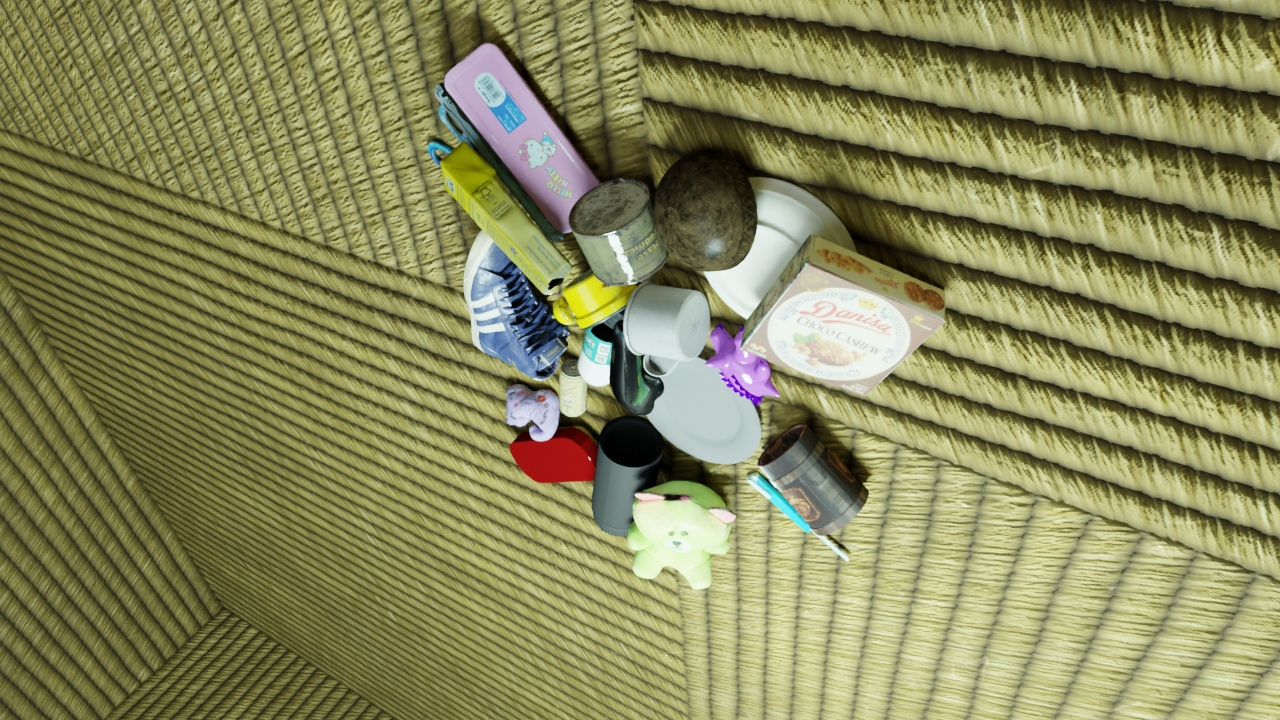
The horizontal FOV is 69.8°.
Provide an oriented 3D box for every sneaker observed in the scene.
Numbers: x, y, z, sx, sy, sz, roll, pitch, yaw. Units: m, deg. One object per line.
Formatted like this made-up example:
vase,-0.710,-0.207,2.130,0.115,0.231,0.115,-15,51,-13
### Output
sneaker,-0.149,-0.062,1.159,0.118,0.091,0.234,35,143,16

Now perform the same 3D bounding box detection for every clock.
clock,-0.055,-0.074,1.075,0.119,0.083,0.057,-19,107,46

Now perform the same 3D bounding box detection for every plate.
plate,0.130,-0.097,0.931,0.182,0.034,0.183,24,139,22
plate,0.073,0.058,1.148,0.178,0.012,0.179,23,139,22

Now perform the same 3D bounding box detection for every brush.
brush,-0.121,0.137,1.367,0.174,0.041,0.082,-10,119,46

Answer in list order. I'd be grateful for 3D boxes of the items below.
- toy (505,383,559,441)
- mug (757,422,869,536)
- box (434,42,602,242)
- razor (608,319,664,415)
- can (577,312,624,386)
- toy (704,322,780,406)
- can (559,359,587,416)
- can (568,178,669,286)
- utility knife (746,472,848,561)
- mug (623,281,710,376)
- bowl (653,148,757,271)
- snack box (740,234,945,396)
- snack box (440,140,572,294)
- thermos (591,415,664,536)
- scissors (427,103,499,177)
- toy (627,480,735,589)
toy,-0.160,0.075,1.331,0.100,0.036,0.080,3,92,35
mug,0.194,0.137,1.079,0.107,0.080,0.116,48,168,-6
box,-0.128,-0.241,1.022,0.090,0.091,0.214,-36,103,8
razor,-0.007,0.006,1.101,0.067,0.053,0.152,-11,139,-5
can,-0.046,-0.015,1.146,0.055,0.054,0.102,33,142,12
toy,0.114,0.009,1.028,0.088,0.055,0.106,46,166,-23
can,-0.091,0.037,1.249,0.038,0.038,0.080,27,140,19
can,-0.021,-0.135,0.970,0.090,0.089,0.075,11,145,33
utility knife,0.201,0.203,1.174,0.167,0.015,0.022,42,143,2
mug,0.032,-0.030,1.037,0.071,0.084,0.113,11,121,30
bowl,0.052,-0.143,0.900,0.121,0.056,0.121,26,124,46
snack box,0.193,-0.039,0.889,0.143,0.041,0.147,21,142,-9
snack box,-0.146,-0.153,1.023,0.181,0.045,0.121,48,172,-5
thermos,-0.022,0.172,1.281,0.086,0.085,0.199,28,140,17
scissors,-0.208,-0.239,1.107,0.140,0.013,0.118,50,141,-13
toy,0.055,0.227,1.255,0.150,0.107,0.197,11,131,-2
